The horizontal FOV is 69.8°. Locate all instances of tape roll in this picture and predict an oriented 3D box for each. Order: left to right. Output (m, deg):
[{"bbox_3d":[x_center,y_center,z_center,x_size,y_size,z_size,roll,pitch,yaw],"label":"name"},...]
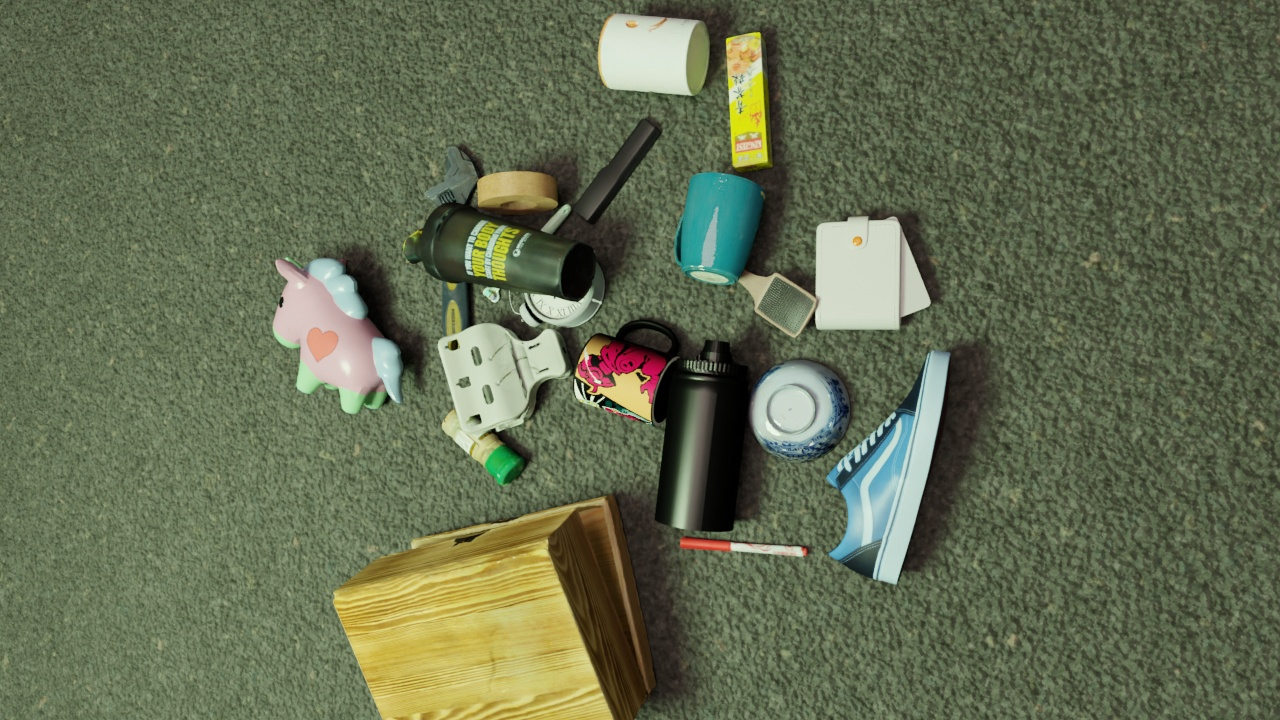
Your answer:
[{"bbox_3d":[-0.145,-0.197,1.083,0.094,0.094,0.027,-4,85,20],"label":"tape roll"}]

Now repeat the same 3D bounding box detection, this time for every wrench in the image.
[{"bbox_3d":[-0.232,-0.133,1.151,0.073,0.022,0.273,-4,85,14],"label":"wrench"}]

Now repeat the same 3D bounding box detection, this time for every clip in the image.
[{"bbox_3d":[-0.156,0.013,1.106,0.152,0.101,0.126,-17,81,-10],"label":"clip"}]

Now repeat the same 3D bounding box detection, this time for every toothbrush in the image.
[{"bbox_3d":[-0.137,-0.131,1.118,0.022,0.015,0.155,39,104,-17],"label":"toothbrush"}]

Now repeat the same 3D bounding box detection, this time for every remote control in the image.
[{"bbox_3d":[-0.029,-0.224,1.082,0.032,0.015,0.136,42,102,18],"label":"remote control"}]

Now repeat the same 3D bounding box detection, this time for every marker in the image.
[{"bbox_3d":[0.113,0.205,1.008,0.142,0.012,0.013,0,87,20],"label":"marker"}]

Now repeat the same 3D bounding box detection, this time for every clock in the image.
[{"bbox_3d":[-0.102,-0.085,1.092,0.123,0.035,0.094,-11,83,19],"label":"clock"}]

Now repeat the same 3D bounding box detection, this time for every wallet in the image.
[{"bbox_3d":[0.244,-0.092,0.961,0.115,0.037,0.118,1,91,21],"label":"wallet"}]

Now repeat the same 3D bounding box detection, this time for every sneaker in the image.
[{"bbox_3d":[0.244,0.100,0.928,0.098,0.083,0.241,17,96,20],"label":"sneaker"}]

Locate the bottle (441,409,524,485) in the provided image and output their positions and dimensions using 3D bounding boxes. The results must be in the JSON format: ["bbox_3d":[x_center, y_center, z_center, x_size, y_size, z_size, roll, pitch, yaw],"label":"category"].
[{"bbox_3d":[-0.192,0.103,1.114,0.111,0.043,0.043,38,100,19],"label":"bottle"}]

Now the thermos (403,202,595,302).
[{"bbox_3d":[-0.160,-0.123,1.055,0.221,0.098,0.098,15,92,28],"label":"thermos"}]

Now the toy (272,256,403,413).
[{"bbox_3d":[-0.377,-0.035,1.161,0.222,0.120,0.171,21,104,21],"label":"toy"}]

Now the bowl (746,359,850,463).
[{"bbox_3d":[0.163,0.054,0.979,0.114,0.045,0.114,-1,87,21],"label":"bowl"}]

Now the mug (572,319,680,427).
[{"bbox_3d":[-0.006,0.006,1.035,0.098,0.082,0.117,17,66,21],"label":"mug"}]

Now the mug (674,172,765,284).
[{"bbox_3d":[0.076,-0.139,1.004,0.112,0.084,0.104,-1,76,56],"label":"mug"}]

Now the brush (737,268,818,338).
[{"bbox_3d":[0.129,-0.079,1.000,0.136,0.015,0.050,39,111,31],"label":"brush"}]

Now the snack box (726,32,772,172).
[{"bbox_3d":[0.121,-0.286,1.021,0.040,0.029,0.148,-4,86,21],"label":"snack box"}]

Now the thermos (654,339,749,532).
[{"bbox_3d":[0.069,0.078,0.992,0.086,0.086,0.198,7,90,21],"label":"thermos"}]

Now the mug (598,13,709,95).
[{"bbox_3d":[0.016,-0.345,1.036,0.105,0.082,0.082,12,91,20],"label":"mug"}]

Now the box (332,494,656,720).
[{"bbox_3d":[-0.146,0.310,1.038,0.280,0.191,0.251,-17,96,19],"label":"box"}]
